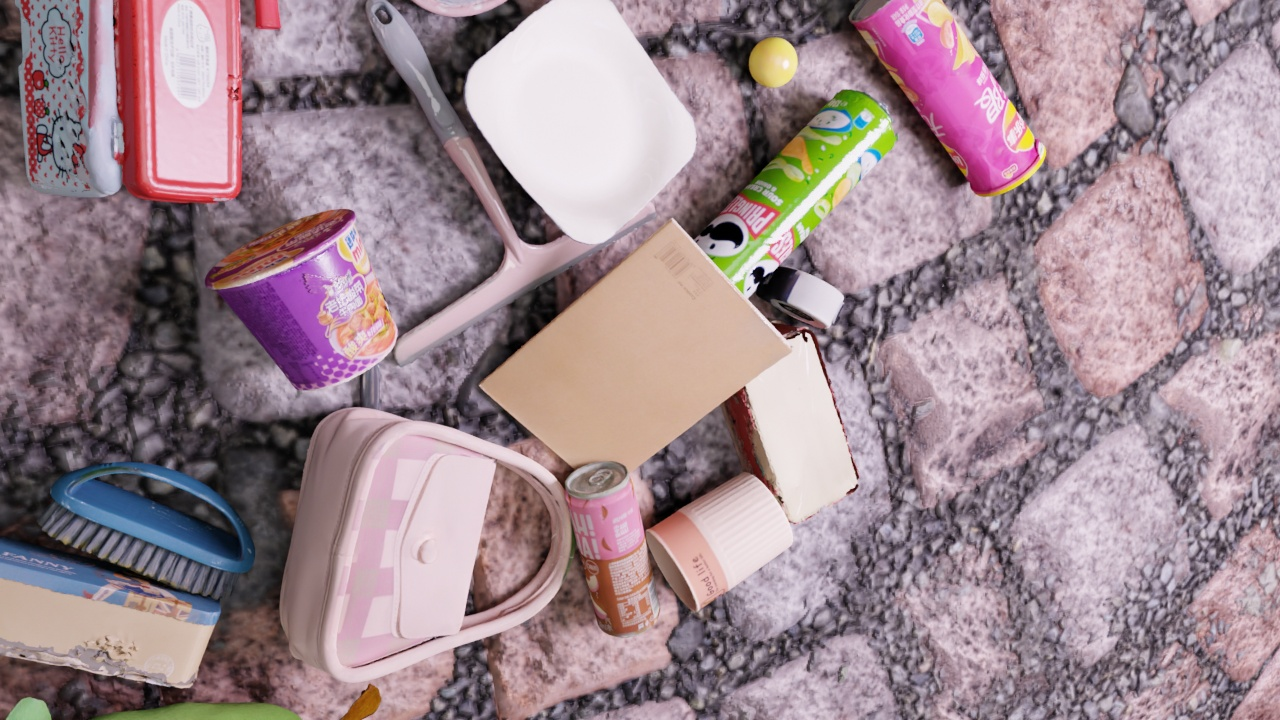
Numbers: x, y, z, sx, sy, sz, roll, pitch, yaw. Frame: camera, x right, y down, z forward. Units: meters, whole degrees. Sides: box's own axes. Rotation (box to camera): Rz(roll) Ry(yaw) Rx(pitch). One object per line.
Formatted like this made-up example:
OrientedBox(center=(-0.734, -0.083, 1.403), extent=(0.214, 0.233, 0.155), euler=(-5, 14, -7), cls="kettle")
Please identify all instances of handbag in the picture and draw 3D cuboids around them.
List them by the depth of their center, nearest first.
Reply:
OrientedBox(center=(-0.151, 0.144, 0.725), extent=(0.233, 0.093, 0.193), euler=(13, 90, -41), cls="handbag")

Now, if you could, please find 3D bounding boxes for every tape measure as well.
OrientedBox(center=(0.144, -0.055, 0.806), extent=(0.065, 0.066, 0.033), euler=(27, 89, -23), cls="tape measure")

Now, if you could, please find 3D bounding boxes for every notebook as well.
OrientedBox(center=(-0.004, 0.004, 0.744), extent=(0.212, 0.012, 0.149), euler=(-39, 112, 17), cls="notebook")

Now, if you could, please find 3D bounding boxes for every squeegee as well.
OrientedBox(center=(-0.136, -0.157, 0.695), extent=(0.247, 0.040, 0.249), euler=(-32, 109, -12), cls="squeegee")

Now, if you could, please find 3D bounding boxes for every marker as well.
OrientedBox(center=(-0.262, -0.304, 0.629), extent=(0.017, 0.017, 0.145), euler=(-5, 102, -20), cls="marker")

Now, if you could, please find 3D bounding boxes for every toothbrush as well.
OrientedBox(center=(-0.214, 0.085, 0.725), extent=(0.015, 0.018, 0.181), euler=(0, 99, -18), cls="toothbrush")

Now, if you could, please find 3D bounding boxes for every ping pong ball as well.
OrientedBox(center=(0.111, -0.250, 0.769), extent=(0.040, 0.040, 0.040), euler=(-4, 102, -20), cls="ping pong ball")

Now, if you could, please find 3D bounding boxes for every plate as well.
OrientedBox(center=(-0.047, -0.185, 0.708), extent=(0.163, 0.034, 0.164), euler=(-48, 111, -25), cls="plate")

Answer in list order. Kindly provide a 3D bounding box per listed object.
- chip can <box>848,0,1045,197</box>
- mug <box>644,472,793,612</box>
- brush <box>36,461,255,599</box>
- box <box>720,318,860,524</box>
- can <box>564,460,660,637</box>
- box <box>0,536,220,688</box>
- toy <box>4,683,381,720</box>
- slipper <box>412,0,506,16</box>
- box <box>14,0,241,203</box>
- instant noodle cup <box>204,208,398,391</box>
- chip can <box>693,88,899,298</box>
OrientedBox(center=(0.274, -0.244, 0.815), extent=(0.210, 0.071, 0.071), euler=(44, 83, -22), cls="chip can")
OrientedBox(center=(0.073, 0.169, 0.822), extent=(0.105, 0.081, 0.115), euler=(-30, 136, -15), cls="mug")
OrientedBox(center=(-0.345, 0.115, 0.659), extent=(0.143, 0.055, 0.073), euler=(30, 89, -23), cls="brush")
OrientedBox(center=(0.130, 0.057, 0.818), extent=(0.091, 0.076, 0.168), euler=(-26, 108, -16), cls="box")
OrientedBox(center=(-0.023, 0.162, 0.781), extent=(0.057, 0.058, 0.147), euler=(-18, 113, -17), cls="can")
OrientedBox(center=(-0.390, 0.171, 0.633), extent=(0.184, 0.090, 0.060), euler=(25, 78, -25), cls="box")
OrientedBox(center=(-0.320, 0.289, 0.652), extent=(0.246, 0.090, 0.228), euler=(10, 138, -39), cls="toy")
OrientedBox(center=(-0.084, -0.370, 0.663), extent=(0.114, 0.054, 0.274), euler=(37, 86, -23), cls="slipper")
OrientedBox(center=(-0.340, -0.208, 0.607), extent=(0.118, 0.098, 0.201), euler=(-8, 104, -52), cls="box")
OrientedBox(center=(-0.230, -0.040, 0.649), extent=(0.111, 0.111, 0.099), euler=(-31, 118, -13), cls="instant noodle cup")
OrientedBox(center=(0.116, -0.128, 0.779), extent=(0.236, 0.072, 0.072), euler=(-46, 112, -8), cls="chip can")
